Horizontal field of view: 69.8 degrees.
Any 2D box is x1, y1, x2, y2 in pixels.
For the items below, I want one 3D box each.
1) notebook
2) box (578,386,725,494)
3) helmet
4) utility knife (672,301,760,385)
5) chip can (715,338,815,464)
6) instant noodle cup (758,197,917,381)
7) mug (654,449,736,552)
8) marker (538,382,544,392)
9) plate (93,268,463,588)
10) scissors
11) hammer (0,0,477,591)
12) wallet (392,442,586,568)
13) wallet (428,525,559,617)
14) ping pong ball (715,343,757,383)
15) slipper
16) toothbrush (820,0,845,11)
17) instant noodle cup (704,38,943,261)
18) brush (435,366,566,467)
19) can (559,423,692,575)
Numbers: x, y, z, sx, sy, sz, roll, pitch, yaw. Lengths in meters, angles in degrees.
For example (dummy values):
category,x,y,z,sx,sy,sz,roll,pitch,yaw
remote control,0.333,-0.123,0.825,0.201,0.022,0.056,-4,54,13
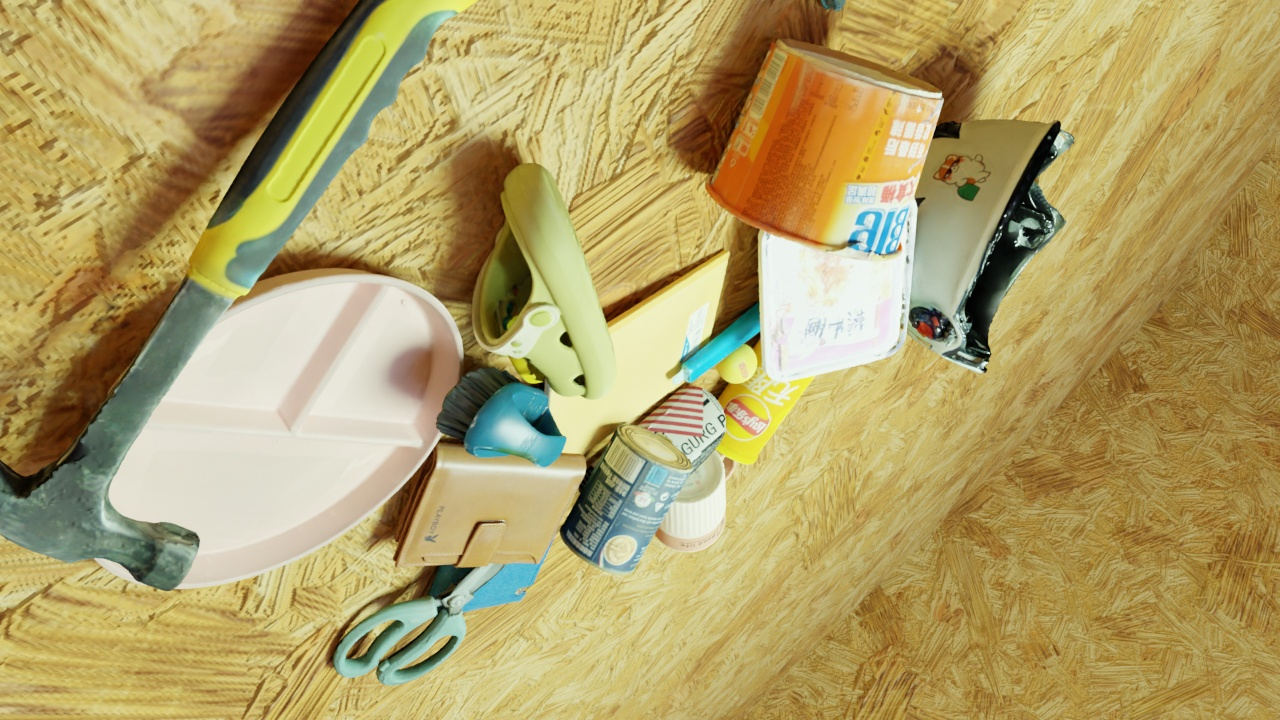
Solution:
category,x,y,z,sx,sy,sz,roll,pitch,yaw
notebook,-0.005,0.004,0.765,0.205,0.010,0.146,-34,150,-34
box,0.013,0.100,0.893,0.162,0.076,0.088,-42,173,-17
helmet,0.296,-0.124,0.882,0.230,0.157,0.274,-61,151,-6
utility knife,0.082,-0.019,0.853,0.159,0.018,0.034,-37,154,-33
chip can,0.144,0.003,0.928,0.072,0.072,0.214,4,124,-57
instant noodle cup,0.164,-0.074,0.807,0.138,0.060,0.174,-13,130,-6
mug,0.060,0.133,0.970,0.114,0.082,0.106,-40,150,-22
marker,-0.069,0.054,0.753,0.018,0.015,0.124,-42,153,-19
plate,-0.205,0.040,0.529,0.229,0.028,0.230,-35,151,-23
scissors,-0.188,0.209,0.756,0.129,0.019,0.186,13,120,-39
hammer,-0.179,-0.051,0.404,0.126,0.032,0.323,34,92,-33
wallet,-0.116,0.113,0.707,0.131,0.031,0.108,10,114,-38
wallet,-0.123,0.162,0.796,0.106,0.040,0.133,-4,131,-42
ping pong ball,0.093,0.002,0.887,0.040,0.040,0.040,-34,150,-23
slipper,-0.068,-0.041,0.575,0.081,0.091,0.191,-17,147,-4
toothbrush,0.108,-0.280,0.562,0.016,0.018,0.191,-46,153,-2
instant noodle cup,0.132,-0.151,0.639,0.151,0.151,0.112,-14,129,-47
brush,-0.085,0.043,0.618,0.055,0.073,0.144,-57,172,-2
can,-0.012,0.119,0.796,0.075,0.075,0.111,8,114,-58
